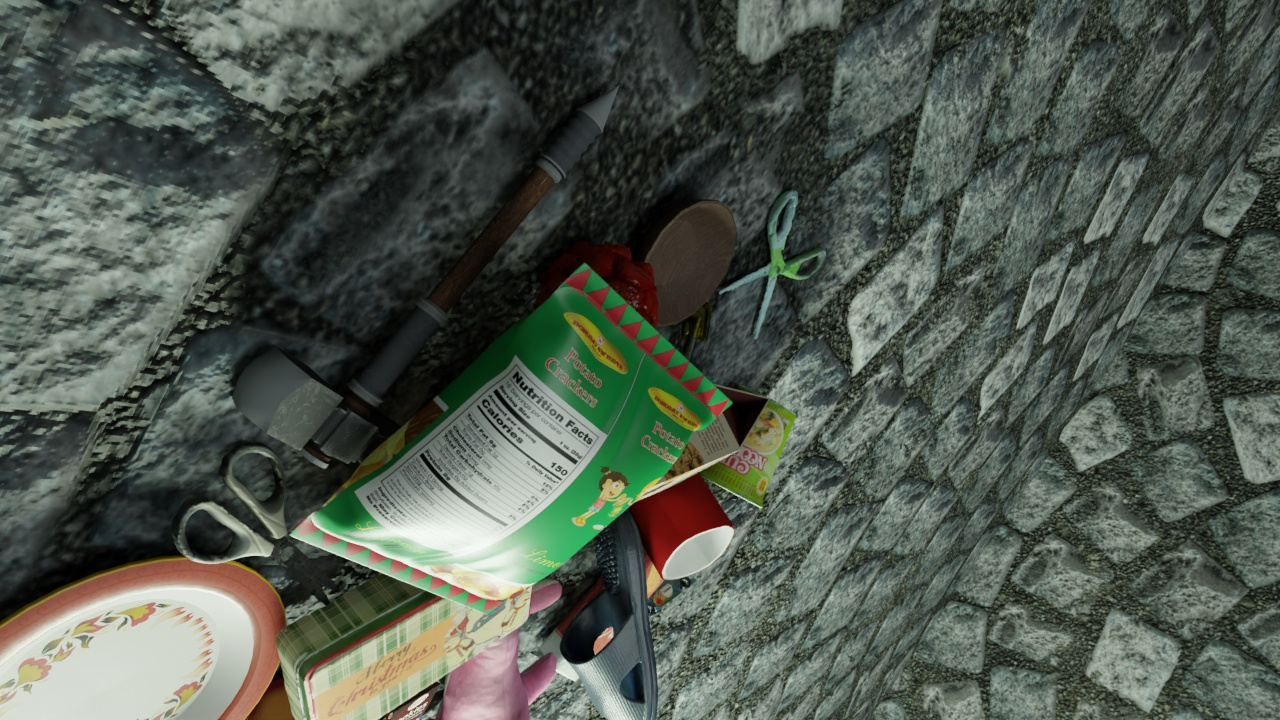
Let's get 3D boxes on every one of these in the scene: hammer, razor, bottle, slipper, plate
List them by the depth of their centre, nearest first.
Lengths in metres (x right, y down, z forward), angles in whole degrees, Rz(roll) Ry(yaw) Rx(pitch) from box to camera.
[{"bbox_3d":[-0.344,0.216,0.594,0.229,0.021,0.230,-32,141,-30],"label":"plate"},{"bbox_3d":[-0.115,-0.063,0.614,0.322,0.043,0.156,-52,147,-7],"label":"hammer"},{"bbox_3d":[-0.037,-0.031,0.691,0.099,0.099,0.111,67,23,-53],"label":"bottle"},{"bbox_3d":[0.043,-0.009,0.825,0.105,0.026,0.043,-69,169,-50],"label":"razor"},{"bbox_3d":[-0.037,0.276,0.926,0.082,0.101,0.264,-8,104,-21],"label":"slipper"}]

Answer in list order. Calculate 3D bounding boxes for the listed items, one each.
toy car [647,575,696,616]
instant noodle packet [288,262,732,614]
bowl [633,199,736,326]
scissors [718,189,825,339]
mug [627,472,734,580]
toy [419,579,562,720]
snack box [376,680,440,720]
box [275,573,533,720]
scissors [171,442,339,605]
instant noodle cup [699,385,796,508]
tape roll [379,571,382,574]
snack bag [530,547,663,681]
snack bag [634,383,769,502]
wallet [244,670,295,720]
[{"bbox_3d":[0.014,0.279,1.084,0.107,0.027,0.060,-26,172,-39],"label":"toy car"},{"bbox_3d":[-0.076,0.070,0.628,0.253,0.090,0.195,-42,137,7],"label":"instant noodle packet"},{"bbox_3d":[0.031,-0.087,0.777,0.117,0.030,0.118,-32,141,-30],"label":"bowl"},{"bbox_3d":[0.134,-0.093,0.920,0.171,0.021,0.172,-24,141,-42],"label":"scissors"},{"bbox_3d":[0.029,0.167,0.935,0.080,0.096,0.117,-9,138,-32],"label":"mug"},{"bbox_3d":[-0.134,0.336,0.873,0.186,0.128,0.266,-15,125,-39],"label":"toy"},{"bbox_3d":[-0.227,0.322,0.798,0.050,0.032,0.141,-16,143,-54],"label":"snack box"},{"bbox_3d":[-0.175,0.210,0.723,0.205,0.050,0.118,-24,136,-36],"label":"box"},{"bbox_3d":[-0.252,0.129,0.611,0.132,0.013,0.170,-32,132,-52],"label":"scissors"},{"bbox_3d":[0.112,0.090,0.992,0.108,0.099,0.099,-62,147,-2],"label":"instant noodle cup"},{"bbox_3d":[-0.168,0.163,0.760,0.093,0.027,0.094,-32,141,-30],"label":"tape roll"},{"bbox_3d":[-0.020,0.256,1.021,0.225,0.041,0.077,-48,148,-11],"label":"snack bag"},{"bbox_3d":[0.025,0.077,0.847,0.205,0.070,0.095,-16,165,-44],"label":"snack bag"},{"bbox_3d":[-0.274,0.276,0.743,0.115,0.018,0.092,-9,127,-45],"label":"wallet"}]
